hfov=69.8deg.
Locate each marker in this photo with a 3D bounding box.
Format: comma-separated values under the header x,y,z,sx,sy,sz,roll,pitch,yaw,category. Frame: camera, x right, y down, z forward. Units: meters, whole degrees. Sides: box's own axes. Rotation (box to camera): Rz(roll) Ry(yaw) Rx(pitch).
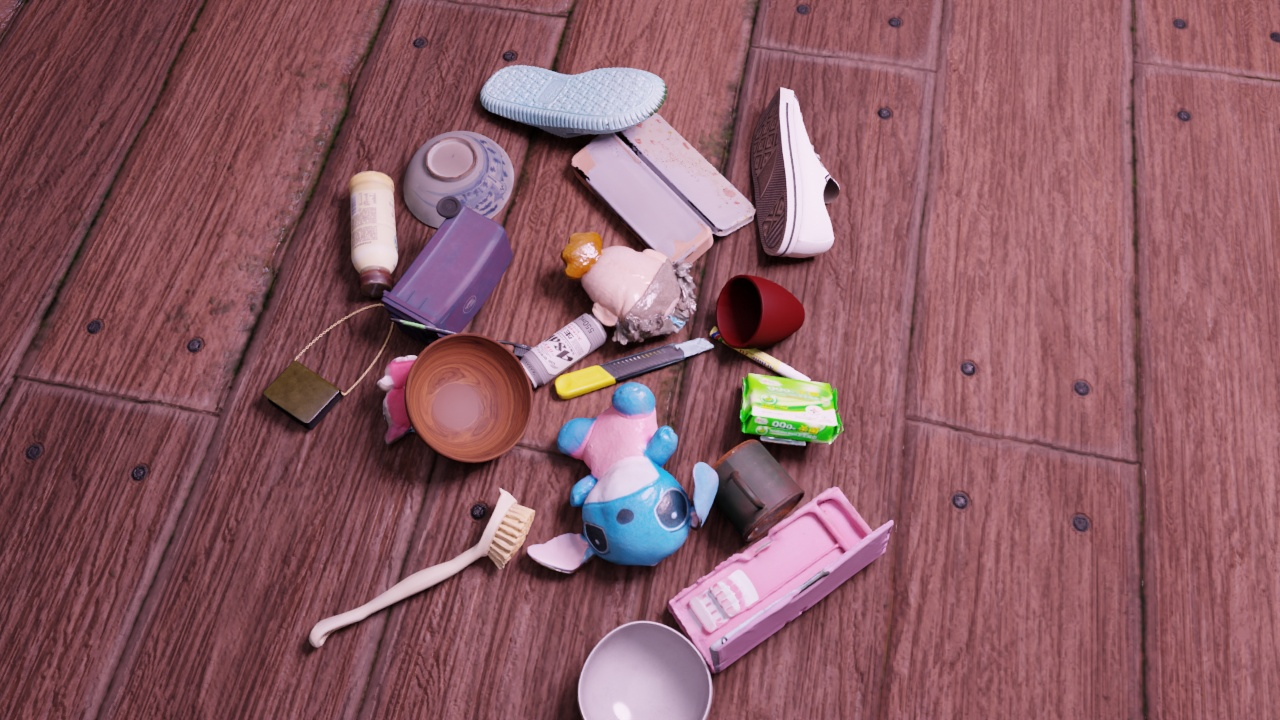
x,y,z,sx,sy,sz,roll,pitch,yaw,category
0.144,-0.004,1.107,0.132,0.014,0.014,29,70,13,marker

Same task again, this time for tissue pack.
x,y,z,sx,sy,sz,roll,pitch,yaw,category
0.169,0.055,1.045,0.114,0.034,0.099,8,30,2,tissue pack

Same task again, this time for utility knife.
x,y,z,sx,sy,sz,roll,pitch,yaw,category
-0.007,0.006,1.101,0.197,0.020,0.028,-17,68,-5,utility knife

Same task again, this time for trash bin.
x,y,z,sx,sy,sz,roll,pitch,yaw,category
-0.235,-0.100,1.113,0.092,0.094,0.160,28,72,13,trash bin

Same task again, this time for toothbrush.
x,y,z,sx,sy,sz,roll,pitch,yaw,category
-0.202,-0.025,1.064,0.187,0.014,0.017,13,75,-35,toothbrush

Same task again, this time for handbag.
x,y,z,sx,sy,sz,roll,pitch,yaw,category
-0.366,-0.002,1.113,0.084,0.027,0.177,31,65,14,handbag

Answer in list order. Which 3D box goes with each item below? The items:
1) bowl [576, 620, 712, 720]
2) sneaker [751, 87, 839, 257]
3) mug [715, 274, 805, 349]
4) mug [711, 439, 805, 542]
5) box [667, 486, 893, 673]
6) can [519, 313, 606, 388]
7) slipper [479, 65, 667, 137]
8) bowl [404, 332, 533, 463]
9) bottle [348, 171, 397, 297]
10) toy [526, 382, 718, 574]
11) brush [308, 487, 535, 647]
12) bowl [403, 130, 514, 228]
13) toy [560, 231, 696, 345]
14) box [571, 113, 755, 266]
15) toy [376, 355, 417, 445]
x,y,z,sx,sy,sz,roll,pitch,yaw,category
0.004,0.336,0.930,0.132,0.064,0.131,0,66,1,bowl
0.208,-0.239,1.177,0.097,0.091,0.245,7,60,-17,sneaker
0.144,-0.061,1.104,0.088,0.087,0.114,2,22,-34,mug
0.117,0.138,0.992,0.085,0.111,0.081,-42,69,5,mug
0.147,0.219,0.953,0.232,0.115,0.099,-30,68,-12,box
-0.093,-0.012,1.097,0.106,0.044,0.044,-35,70,-14,can
-0.092,-0.340,1.228,0.276,0.069,0.115,14,59,26,slipper
-0.204,0.047,1.050,0.147,0.069,0.147,8,74,-28,bowl
-0.337,-0.158,1.159,0.056,0.057,0.162,-8,67,-3,bottle
-0.027,0.136,1.007,0.224,0.099,0.191,-28,64,19,toy
-0.233,0.232,0.991,0.272,0.062,0.077,-31,65,-8,brush
-0.241,-0.248,1.197,0.151,0.057,0.150,0,66,0,bowl
-0.020,-0.090,1.105,0.176,0.076,0.132,37,63,2,toy
0.029,-0.225,1.194,0.156,0.063,0.216,-33,69,-24,box
-0.275,0.046,1.074,0.065,0.050,0.102,-7,94,-23,toy
